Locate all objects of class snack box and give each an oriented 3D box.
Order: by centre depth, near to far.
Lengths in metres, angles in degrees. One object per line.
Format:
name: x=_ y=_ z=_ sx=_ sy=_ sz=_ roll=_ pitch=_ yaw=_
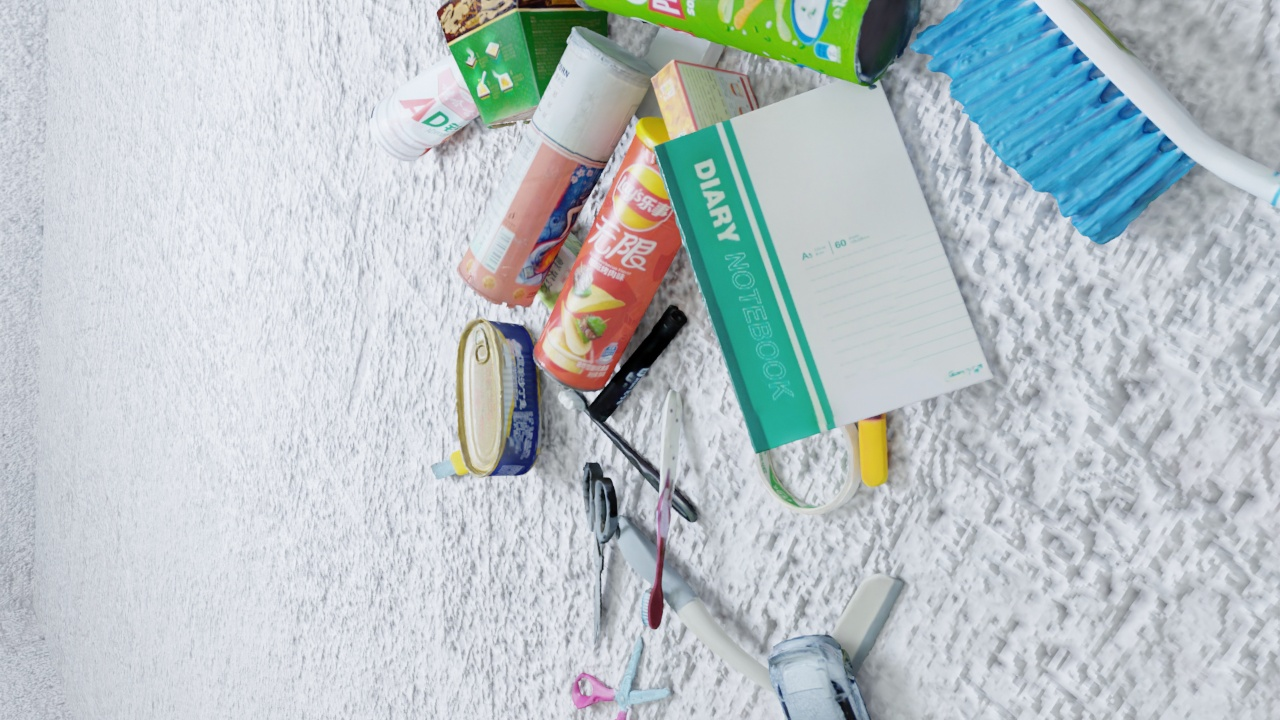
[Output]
snack box: x=0.063 y=-0.127 z=0.627 sx=0.027 sy=0.076 sz=0.155 roll=-27 pitch=75 yaw=45
snack box: x=-0.086 y=-0.256 z=0.754 sx=0.118 sy=0.118 sz=0.105 roll=-2 pitch=105 yaw=47

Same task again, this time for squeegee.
squeegee: x=0.049 y=0.196 z=0.711 sx=0.246 sy=0.039 sz=0.247 roll=37 pitch=120 yaw=37

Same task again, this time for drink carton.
drink carton: x=-0.082 y=-0.092 z=0.805 sx=0.122 sy=0.045 sz=0.054 roll=46 pitch=116 yaw=31

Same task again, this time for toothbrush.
toothbrush: x=0.017 y=0.116 z=0.725 sx=0.017 sy=0.016 sz=0.187 roll=-5 pitch=77 yaw=56
toothbrush: x=-0.013 y=0.078 z=0.778 sx=0.181 sy=0.018 sz=0.016 roll=41 pitch=119 yaw=33

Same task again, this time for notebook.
notebook: x=0.109 y=-0.063 z=0.571 sx=0.150 sy=0.012 sz=0.209 roll=-19 pitch=80 yaw=5

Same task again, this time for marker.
marker: x=0.151 y=0.020 z=0.601 sx=0.018 sy=0.015 sz=0.124 roll=-3 pitch=90 yaw=45
marker: x=-0.004 y=0.004 z=0.756 sx=0.132 sy=0.020 sz=0.022 roll=-51 pitch=43 yaw=36

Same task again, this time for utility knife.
utility knife: x=-0.159 y=0.091 z=0.929 sx=0.198 sy=0.015 sz=0.033 roll=-24 pitch=70 yaw=43

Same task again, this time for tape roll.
tape roll: x=0.116 y=0.065 z=0.642 sx=0.086 sy=0.013 sz=0.086 roll=7 pitch=100 yaw=45

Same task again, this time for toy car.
toy car: x=0.126 y=0.244 z=0.621 sx=0.054 sy=0.036 sz=0.120 roll=-21 pitch=93 yaw=25

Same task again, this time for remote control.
remote control: x=0.036 y=-0.235 z=0.684 sx=0.056 sy=0.019 sz=0.135 roll=48 pitch=126 yaw=30

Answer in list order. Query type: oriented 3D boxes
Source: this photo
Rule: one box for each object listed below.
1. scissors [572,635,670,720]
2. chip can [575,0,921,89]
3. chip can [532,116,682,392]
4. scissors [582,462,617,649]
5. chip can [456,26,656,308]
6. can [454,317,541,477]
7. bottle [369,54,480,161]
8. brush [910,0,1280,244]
scissors: x=-0.022 y=0.298 z=0.816 sx=0.124 sy=0.017 sz=0.133 roll=29 pitch=110 yaw=44
chip can: x=0.059 y=-0.242 z=0.599 sx=0.236 sy=0.072 sz=0.072 roll=28 pitch=115 yaw=31
chip can: x=-0.014 y=-0.077 z=0.712 sx=0.073 sy=0.073 sz=0.217 roll=49 pitch=124 yaw=31
scissors: x=-0.035 y=0.177 z=0.798 sx=0.141 sy=0.014 sz=0.173 roll=133 pitch=130 yaw=-63
chip can: x=-0.070 y=-0.144 z=0.717 sx=0.071 sy=0.071 sz=0.215 roll=48 pitch=118 yaw=31
can: x=-0.133 y=0.035 z=0.857 sx=0.075 sy=0.049 sz=0.148 roll=-15 pitch=76 yaw=44
bottle: x=-0.183 y=-0.254 z=0.878 sx=0.197 sy=0.068 sz=0.068 roll=-16 pitch=83 yaw=43
brush: x=0.264 y=-0.091 z=0.446 sx=0.110 sy=0.060 sz=0.314 roll=-46 pitch=65 yaw=35
